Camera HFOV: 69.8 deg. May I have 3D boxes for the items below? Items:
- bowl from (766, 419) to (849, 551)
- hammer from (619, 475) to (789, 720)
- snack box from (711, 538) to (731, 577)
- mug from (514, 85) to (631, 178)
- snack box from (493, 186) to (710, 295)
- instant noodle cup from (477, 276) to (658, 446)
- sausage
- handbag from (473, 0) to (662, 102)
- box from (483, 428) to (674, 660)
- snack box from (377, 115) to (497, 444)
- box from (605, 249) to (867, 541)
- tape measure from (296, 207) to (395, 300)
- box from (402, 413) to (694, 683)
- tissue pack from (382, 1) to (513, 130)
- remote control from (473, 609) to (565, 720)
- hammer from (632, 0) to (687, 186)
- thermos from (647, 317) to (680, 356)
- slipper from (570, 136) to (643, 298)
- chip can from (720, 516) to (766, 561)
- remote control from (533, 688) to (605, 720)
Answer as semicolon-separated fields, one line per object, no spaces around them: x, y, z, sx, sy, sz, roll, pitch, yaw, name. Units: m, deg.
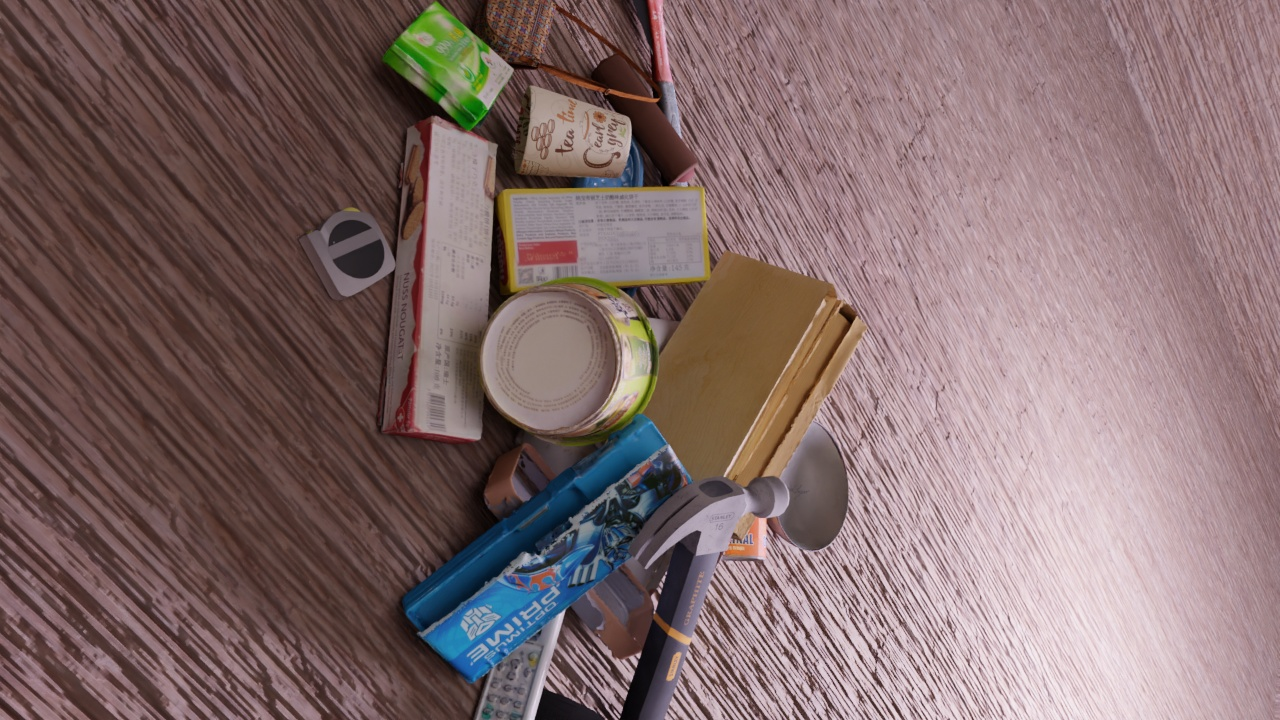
0.174;0.143;1.051;0.150;0.057;0.150;13;72;-43;bowl
0.028;0.243;0.790;0.139;0.035;0.313;-1;115;-38;hammer
0.057;0.204;0.893;0.025;0.061;0.148;28;75;6;snack box
-0.067;-0.218;0.881;0.097;0.122;0.081;6;116;-16;mug
-0.034;-0.113;0.856;0.200;0.042;0.092;-5;92;-22;snack box
-0.062;-0.001;0.755;0.097;0.146;0.146;8;71;-80;instant noodle cup
0.005;-0.253;0.970;0.155;0.040;0.040;53;48;-3;sausage
-0.068;-0.302;0.906;0.195;0.043;0.093;21;58;-20;handbag
-0.047;0.151;0.844;0.216;0.063;0.156;54;41;-20;box
-0.170;-0.068;0.780;0.076;0.044;0.272;15;70;-47;snack box
0.093;0.034;0.876;0.148;0.141;0.248;44;68;-34;box
-0.235;-0.087;0.737;0.064;0.017;0.064;-37;107;-42;tape measure
-0.063;0.155;0.733;0.243;0.066;0.091;-38;111;-8;box
-0.165;-0.259;0.807;0.099;0.034;0.113;39;33;-20;tissue pack
-0.100;0.258;0.766;0.022;0.050;0.133;58;42;-53;remote control
0.018;-0.310;1.025;0.140;0.036;0.326;0;81;-46;hammer
-0.005;0.005;0.907;0.229;0.069;0.101;4;89;-45;thermos
-0.027;-0.144;0.925;0.103;0.059;0.213;27;61;-40;slipper
0.104;0.107;0.988;0.062;0.062;0.210;17;69;-41;chip can
-0.073;0.312;0.804;0.124;0.010;0.039;40;55;-30;remote control
